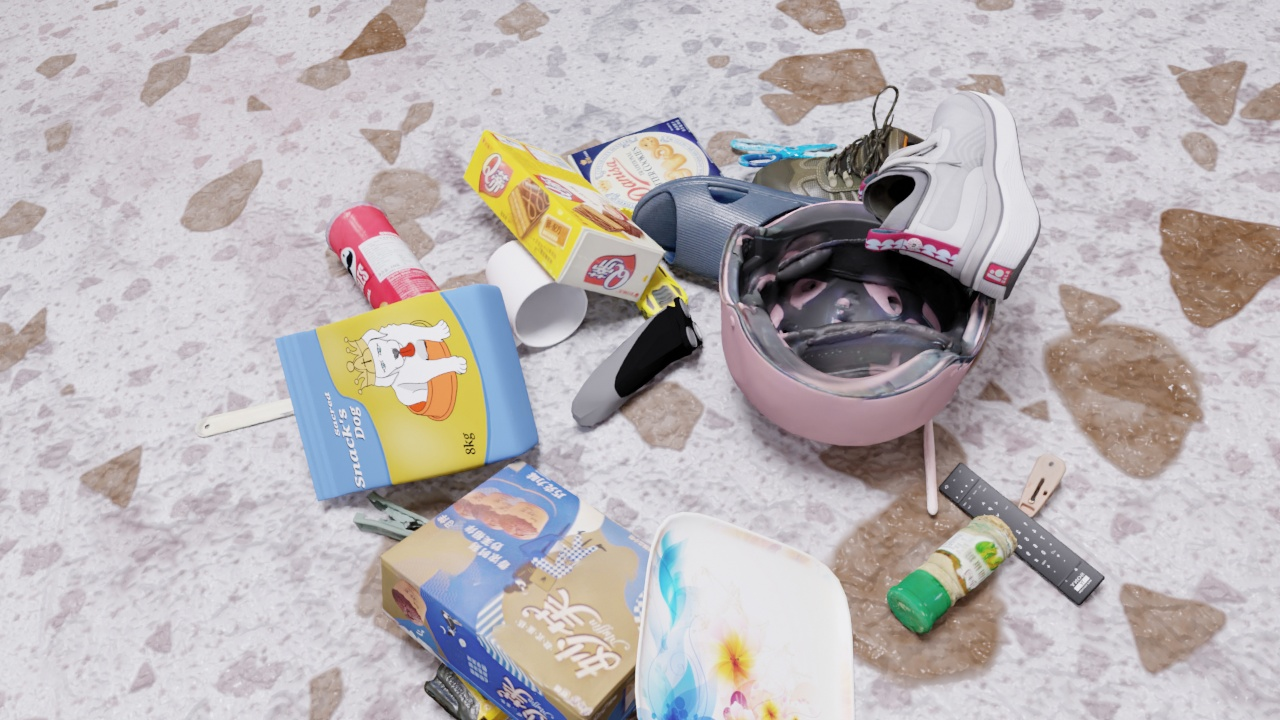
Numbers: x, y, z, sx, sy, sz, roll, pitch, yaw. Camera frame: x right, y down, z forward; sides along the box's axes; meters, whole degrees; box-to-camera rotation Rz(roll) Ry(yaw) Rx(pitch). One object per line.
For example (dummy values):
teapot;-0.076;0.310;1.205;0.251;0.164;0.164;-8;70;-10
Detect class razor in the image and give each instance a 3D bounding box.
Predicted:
razor;-0.005;0.005;0.876;0.156;0.057;0.060;-36;28;-10

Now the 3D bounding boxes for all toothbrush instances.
toothbrush;0.255;0.058;0.824;0.018;0.016;0.180;-2;52;14

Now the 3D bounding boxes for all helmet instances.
helmet;0.182;-0.028;0.811;0.230;0.153;0.254;5;45;7

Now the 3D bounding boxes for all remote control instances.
remote control;0.309;0.139;0.751;0.140;0.009;0.030;43;103;31

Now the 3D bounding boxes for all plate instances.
plate;0.077;0.214;0.670;0.187;0.016;0.186;23;51;-20

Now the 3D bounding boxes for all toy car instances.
toy car;0.008;-0.080;0.952;0.049;0.030;0.107;-30;54;-14

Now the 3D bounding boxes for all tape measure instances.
tape measure;-0.123;0.251;0.712;0.065;0.037;0.064;30;63;24

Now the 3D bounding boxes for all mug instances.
mug;-0.120;-0.059;0.932;0.114;0.081;0.087;-47;50;10

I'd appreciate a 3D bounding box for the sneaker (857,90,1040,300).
sneaker;0.252;-0.155;0.789;0.129;0.097;0.262;12;44;2

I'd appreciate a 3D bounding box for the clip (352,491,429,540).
clip;-0.220;0.149;0.812;0.078;0.023;0.049;27;63;27

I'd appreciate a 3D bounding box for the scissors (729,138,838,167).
scissors;0.167;-0.233;1.040;0.140;0.013;0.114;10;31;11

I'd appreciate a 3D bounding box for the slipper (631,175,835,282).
slipper;0.117;-0.118;0.918;0.264;0.101;0.082;7;45;7

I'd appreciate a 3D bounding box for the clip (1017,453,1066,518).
clip;0.335;0.109;0.774;0.024;0.039;0.060;31;85;27

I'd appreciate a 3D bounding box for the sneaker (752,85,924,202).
sneaker;0.232;-0.195;0.938;0.238;0.143;0.100;5;54;11

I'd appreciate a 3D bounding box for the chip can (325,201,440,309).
chip can;-0.248;-0.072;0.953;0.073;0.073;0.233;-31;56;-16

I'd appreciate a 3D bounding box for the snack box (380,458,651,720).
snack box;-0.074;0.183;0.708;0.203;0.069;0.154;29;41;26

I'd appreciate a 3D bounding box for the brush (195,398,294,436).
brush;-0.337;0.043;0.916;0.217;0.012;0.033;-14;53;-1

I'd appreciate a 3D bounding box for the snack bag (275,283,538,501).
snack bag;-0.211;0.029;0.816;0.205;0.102;0.159;-14;92;6

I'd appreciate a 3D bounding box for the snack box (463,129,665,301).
snack box;-0.085;-0.153;0.946;0.110;0.062;0.230;10;27;-43

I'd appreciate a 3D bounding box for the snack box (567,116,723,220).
snack box;0.011;-0.197;1.031;0.145;0.043;0.144;-22;54;-10

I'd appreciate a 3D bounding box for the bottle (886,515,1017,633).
bottle;0.248;0.168;0.726;0.111;0.043;0.043;-33;56;-18
